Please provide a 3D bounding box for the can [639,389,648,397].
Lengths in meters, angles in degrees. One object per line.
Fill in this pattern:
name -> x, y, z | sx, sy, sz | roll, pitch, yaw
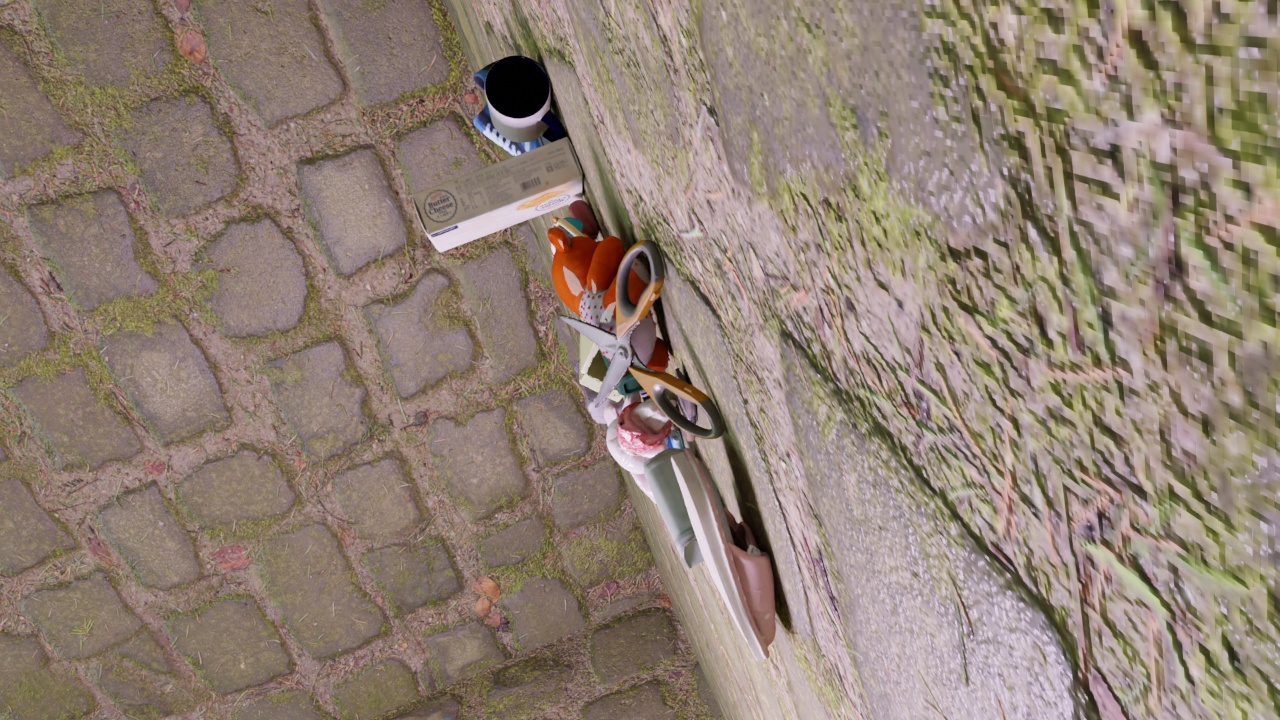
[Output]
can -> -0.007, 0.007, 1.264 | 0.032, 0.032, 0.095 | -119, 9, -52

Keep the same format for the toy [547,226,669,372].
toy -> -0.033, -0.072, 0.994 | 0.172, 0.092, 0.164 | 49, 166, 36

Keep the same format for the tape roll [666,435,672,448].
tape roll -> 0.033, 0.109, 1.347 | 0.093, 0.016, 0.091 | 131, 117, -83

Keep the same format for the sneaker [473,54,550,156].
sneaker -> -0.177, -0.317, 1.307 | 0.083, 0.098, 0.241 | 89, 159, -74

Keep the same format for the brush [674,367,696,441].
brush -> 0.050, 0.055, 1.008 | 0.151, 0.012, 0.039 | 80, 166, -64

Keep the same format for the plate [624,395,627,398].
plate -> 0.006, 0.104, 1.417 | 0.242, 0.016, 0.242 | 150, 98, -89

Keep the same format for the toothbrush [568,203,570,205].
toothbrush -> -0.119, -0.271, 1.356 | 0.022, 0.016, 0.155 | 20, -148, -43

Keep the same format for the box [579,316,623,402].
box -> -0.061, -0.034, 1.294 | 0.187, 0.066, 0.128 | -95, -8, -54

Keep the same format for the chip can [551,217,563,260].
chip can -> -0.121, -0.187, 1.506 | 0.215, 0.052, 0.052 | 149, 99, -84

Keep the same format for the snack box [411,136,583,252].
snack box -> -0.178, -0.209, 1.172 | 0.104, 0.208, 0.057 | 124, 125, -84

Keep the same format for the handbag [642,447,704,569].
handbag -> 0.058, 0.180, 1.116 | 0.121, 0.067, 0.106 | 65, -178, 32

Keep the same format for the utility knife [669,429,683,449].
utility knife -> 0.060, 0.149, 1.252 | 0.022, 0.015, 0.162 | -115, 6, -45

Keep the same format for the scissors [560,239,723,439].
scissors -> -0.001, -0.016, 0.880 | 0.225, 0.016, 0.230 | 33, 133, 32

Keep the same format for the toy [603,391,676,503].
toy -> 0.000, 0.098, 1.184 | 0.159, 0.084, 0.195 | 54, 157, 19

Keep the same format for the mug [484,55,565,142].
mug -> -0.139, -0.314, 1.147 | 0.112, 0.078, 0.097 | 40, 174, -1

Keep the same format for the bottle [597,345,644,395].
bottle -> -0.025, -0.028, 1.147 | 0.061, 0.061, 0.131 | 77, 170, -68

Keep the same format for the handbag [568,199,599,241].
handbag -> -0.072, -0.177, 1.245 | 0.055, 0.029, 0.119 | 64, 179, 6

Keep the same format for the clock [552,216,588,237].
clock -> -0.066, -0.133, 1.152 | 0.099, 0.043, 0.130 | 42, 174, 18

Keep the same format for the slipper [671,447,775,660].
slipper -> 0.094, 0.195, 0.914 | 0.114, 0.054, 0.275 | -120, 8, -56

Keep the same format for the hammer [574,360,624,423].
hammer -> -0.018, 0.121, 1.408 | 0.098, 0.052, 0.329 | -113, -2, -45
